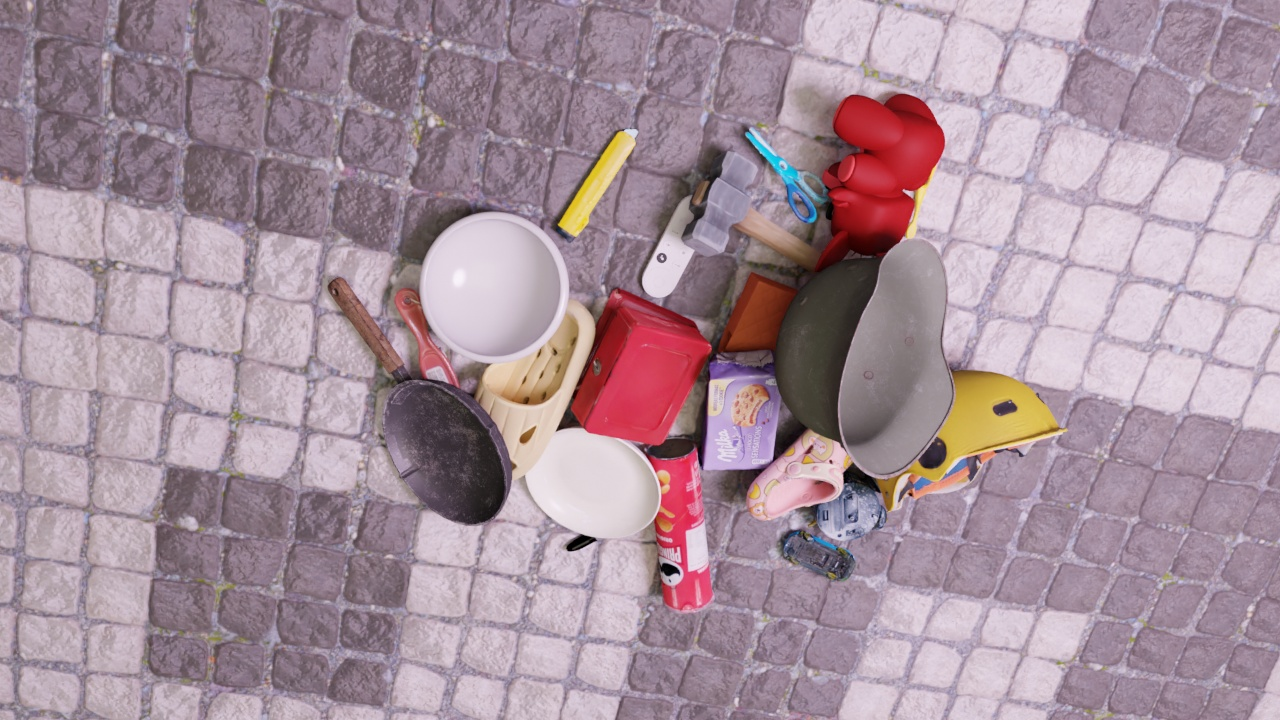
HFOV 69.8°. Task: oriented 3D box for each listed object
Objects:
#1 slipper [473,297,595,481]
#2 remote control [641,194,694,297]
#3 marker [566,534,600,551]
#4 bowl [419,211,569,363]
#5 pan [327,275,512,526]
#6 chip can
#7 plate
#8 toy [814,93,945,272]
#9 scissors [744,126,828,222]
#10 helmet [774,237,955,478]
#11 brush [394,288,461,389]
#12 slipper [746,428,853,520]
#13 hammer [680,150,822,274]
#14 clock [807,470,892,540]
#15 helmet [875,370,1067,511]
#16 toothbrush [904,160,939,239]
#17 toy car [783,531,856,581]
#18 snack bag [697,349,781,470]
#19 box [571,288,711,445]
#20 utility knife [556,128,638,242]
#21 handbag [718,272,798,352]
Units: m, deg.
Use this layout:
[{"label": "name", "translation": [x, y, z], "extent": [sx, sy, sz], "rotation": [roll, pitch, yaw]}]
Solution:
[{"label": "slipper", "translation": [-0.146, 0.040, 1.125], "extent": [0.111, 0.079, 0.262], "rotation": [36, 102, 20]}, {"label": "remote control", "translation": [0.044, -0.140, 1.131], "extent": [0.043, 0.013, 0.137], "rotation": [24, 105, -12]}, {"label": "marker", "translation": [-0.040, 0.228, 1.249], "extent": [0.139, 0.022, 0.016], "rotation": [-27, 96, 6]}, {"label": "bowl", "translation": [-0.169, -0.086, 1.094], "extent": [0.176, 0.066, 0.176], "rotation": [0, 94, 5]}, {"label": "pan", "translation": [-0.276, 0.045, 1.130], "extent": [0.208, 0.040, 0.357], "rotation": [-27, 96, 41]}, {"label": "chip can", "translation": [0.053, 0.220, 1.228], "extent": [0.073, 0.073, 0.233], "rotation": [-8, 109, -2]}, {"label": "plate", "translation": [-0.059, 0.153, 1.192], "extent": [0.182, 0.034, 0.183], "rotation": [8, 125, 11]}, {"label": "toy", "translation": [0.273, -0.205, 1.072], "extent": [0.158, 0.120, 0.198], "rotation": [-17, 130, -43]}, {"label": "scissors", "translation": [0.168, -0.222, 1.087], "extent": [0.140, 0.083, 0.015], "rotation": [40, 146, -18]}, {"label": "helmet", "translation": [0.243, -0.017, 1.038], "extent": [0.227, 0.154, 0.267], "rotation": [40, 75, -40]}, {"label": "brush", "translation": [-0.262, -0.013, 1.141], "extent": [0.041, 0.030, 0.172], "rotation": [-17, 111, 2]}, {"label": "slipper", "translation": [0.230, 0.149, 1.191], "extent": [0.197, 0.081, 0.093], "rotation": [-39, 135, -5]}, {"label": "hammer", "translation": [0.203, -0.127, 1.122], "extent": [0.322, 0.051, 0.117], "rotation": [27, 78, -19]}, {"label": "clock", "translation": [0.291, 0.194, 1.248], "extent": [0.129, 0.052, 0.090], "rotation": [-7, 109, -2]}, {"label": "helmet", "translation": [0.388, 0.078, 1.142], "extent": [0.208, 0.139, 0.241], "rotation": [-7, 156, -38]}, {"label": "toothbrush", "translation": [0.349, -0.215, 1.131], "extent": [0.021, 0.016, 0.135], "rotation": [11, 106, -7]}, {"label": "toy car", "translation": [0.249, 0.271, 1.282], "extent": [0.105, 0.032, 0.048], "rotation": [23, 106, -6]}, {"label": "snack bag", "translation": [0.125, 0.067, 1.161], "extent": [0.096, 0.058, 0.206], "rotation": [-3, 136, -4]}, {"label": "box", "translation": [-0.001, 0.015, 1.128], "extent": [0.136, 0.122, 0.157], "rotation": [20, 106, -16]}, {"label": "utility knife", "translation": [-0.051, -0.211, 1.098], "extent": [0.030, 0.017, 0.156], "rotation": [31, 105, -19]}, {"label": "handbag", "translation": [0.197, -0.029, 1.157], "extent": [0.172, 0.060, 0.109], "rotation": [20, 107, -12]}]
